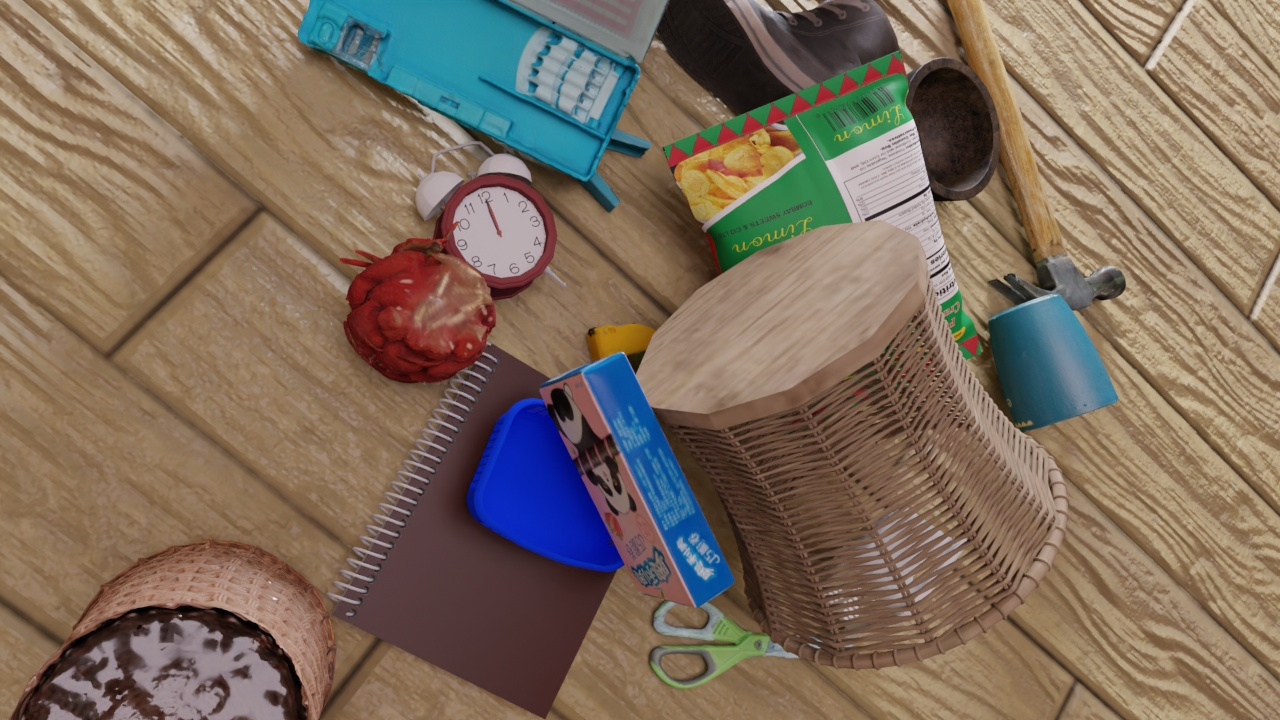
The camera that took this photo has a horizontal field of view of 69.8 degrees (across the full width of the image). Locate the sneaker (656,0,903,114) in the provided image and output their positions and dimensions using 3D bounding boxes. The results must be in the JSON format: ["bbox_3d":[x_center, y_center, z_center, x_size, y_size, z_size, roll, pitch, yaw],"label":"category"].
[{"bbox_3d":[0.109,-0.273,0.749,0.234,0.095,0.119,36,68,-8],"label":"sneaker"}]

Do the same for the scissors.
[{"bbox_3d":[0.088,0.221,0.699,0.175,0.033,0.072,10,74,-15],"label":"scissors"}]

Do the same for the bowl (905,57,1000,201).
[{"bbox_3d":[0.252,-0.196,0.803,0.121,0.056,0.121,1,88,-31],"label":"bowl"}]

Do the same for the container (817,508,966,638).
[{"bbox_3d":[0.179,0.157,0.687,0.049,0.129,0.080,43,68,10],"label":"container"}]

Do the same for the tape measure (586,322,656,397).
[{"bbox_3d":[-0.004,0.004,0.692,0.058,0.030,0.068,-12,85,-20],"label":"tape measure"}]

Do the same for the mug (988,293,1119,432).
[{"bbox_3d":[0.360,-0.001,0.807,0.112,0.085,0.104,-9,77,-50],"label":"mug"}]

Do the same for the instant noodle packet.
[{"bbox_3d":[0.149,-0.080,0.710,0.195,0.090,0.253,-24,107,-7],"label":"instant noodle packet"}]

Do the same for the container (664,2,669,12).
[{"bbox_3d":[-0.058,-0.335,0.648,0.199,0.114,0.112,14,78,15],"label":"container"}]

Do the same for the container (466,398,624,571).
[{"bbox_3d":[-0.056,0.085,0.621,0.114,0.058,0.096,26,73,-18],"label":"container"}]

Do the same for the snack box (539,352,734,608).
[{"bbox_3d":[-0.005,0.074,0.563,0.033,0.088,0.154,-27,94,-23],"label":"snack box"}]

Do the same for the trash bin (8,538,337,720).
[{"bbox_3d":[-0.236,0.171,0.480,0.151,0.210,0.151,4,79,-20],"label":"trash bin"}]

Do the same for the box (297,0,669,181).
[{"bbox_3d":[-0.103,-0.246,0.633,0.227,0.181,0.073,25,31,-6],"label":"box"}]

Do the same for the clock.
[{"bbox_3d":[-0.109,-0.098,0.663,0.087,0.044,0.124,-22,90,-22],"label":"clock"}]

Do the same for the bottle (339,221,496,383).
[{"bbox_3d":[-0.146,-0.034,0.602,0.099,0.111,0.099,3,80,-20],"label":"bottle"}]

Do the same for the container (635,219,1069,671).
[{"bbox_3d":[0.128,0.044,0.593,0.226,0.227,0.196,-43,116,-21],"label":"container"}]

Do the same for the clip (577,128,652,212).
[{"bbox_3d":[-0.049,-0.186,0.710,0.126,0.028,0.113,22,72,-16],"label":"clip"}]

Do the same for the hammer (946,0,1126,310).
[{"bbox_3d":[0.346,-0.201,0.857,0.132,0.033,0.330,-15,86,-21],"label":"hammer"}]

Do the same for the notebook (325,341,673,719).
[{"bbox_3d":[-0.093,0.115,0.645,0.171,0.022,0.208,32,72,-14],"label":"notebook"}]
